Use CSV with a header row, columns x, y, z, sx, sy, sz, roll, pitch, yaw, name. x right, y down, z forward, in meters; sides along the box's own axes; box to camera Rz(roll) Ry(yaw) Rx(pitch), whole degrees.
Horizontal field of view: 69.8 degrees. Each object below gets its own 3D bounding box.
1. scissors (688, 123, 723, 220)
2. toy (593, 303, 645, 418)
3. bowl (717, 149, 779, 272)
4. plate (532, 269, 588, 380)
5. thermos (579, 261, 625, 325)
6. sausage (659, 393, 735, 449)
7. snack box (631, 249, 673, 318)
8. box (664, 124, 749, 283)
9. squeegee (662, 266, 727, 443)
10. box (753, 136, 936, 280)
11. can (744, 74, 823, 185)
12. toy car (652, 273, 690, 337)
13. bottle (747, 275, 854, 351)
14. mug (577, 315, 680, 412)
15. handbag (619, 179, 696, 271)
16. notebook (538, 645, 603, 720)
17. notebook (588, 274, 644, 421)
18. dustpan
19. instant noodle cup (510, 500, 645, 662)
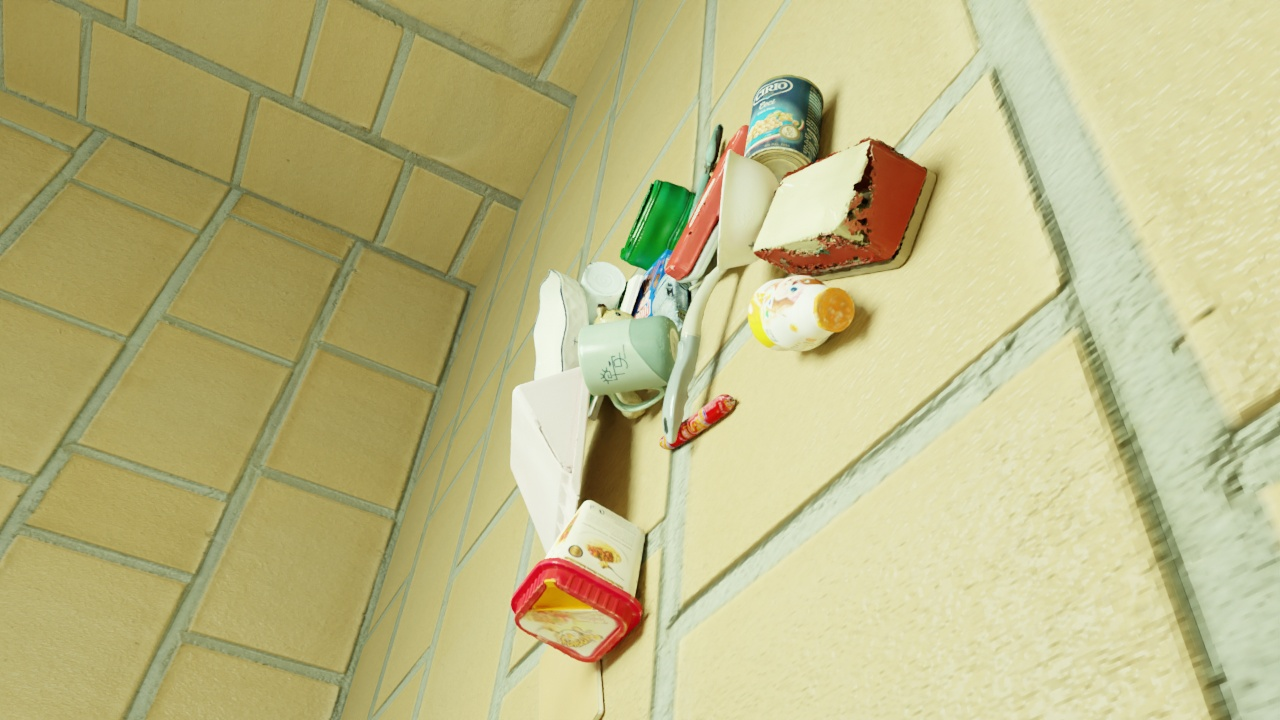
x,y,z,sx,sy,sz,roll,pitch,yaw,name
0.092,-0.260,1.206,0.178,0.019,0.173,102,-176,-56,scissors
-0.025,0.001,1.161,0.066,0.105,0.157,-19,59,10,toy
0.112,-0.142,0.886,0.118,0.065,0.118,6,-91,-82,bowl
-0.118,-0.029,1.342,0.205,0.045,0.205,-179,91,-72,plate
-0.080,-0.061,1.412,0.221,0.070,0.070,116,168,-54,thermos
0.056,0.066,0.945,0.156,0.020,0.020,-43,29,55,sausage
0.013,-0.066,1.240,0.085,0.026,0.156,-43,29,55,snack box
0.094,-0.185,1.110,0.201,0.048,0.087,-64,7,-6,box
0.061,-0.028,0.978,0.247,0.039,0.246,-31,35,64,squeegee
0.156,-0.122,0.768,0.091,0.079,0.168,-68,16,-7,box
0.147,-0.228,0.945,0.076,0.075,0.111,-45,28,53,can
0.037,-0.061,1.147,0.054,0.036,0.120,-55,23,36,toy car
0.134,-0.039,0.758,0.063,0.063,0.108,-69,17,-6,bottle
-0.006,0.006,1.069,0.082,0.106,0.112,-63,-37,-67,mug
0.024,-0.194,1.322,0.120,0.068,0.131,-111,45,-78,handbag
-0.080,0.355,1.010,0.148,0.008,0.207,-61,17,21,notebook
-0.040,-0.018,1.313,0.150,0.012,0.209,-179,106,-82,notebook
-0.075,0.122,1.161,0.273,0.138,0.223,59,151,35,dustpan
-0.056,0.222,0.944,0.117,0.116,0.124,-54,9,38,instant noodle cup
